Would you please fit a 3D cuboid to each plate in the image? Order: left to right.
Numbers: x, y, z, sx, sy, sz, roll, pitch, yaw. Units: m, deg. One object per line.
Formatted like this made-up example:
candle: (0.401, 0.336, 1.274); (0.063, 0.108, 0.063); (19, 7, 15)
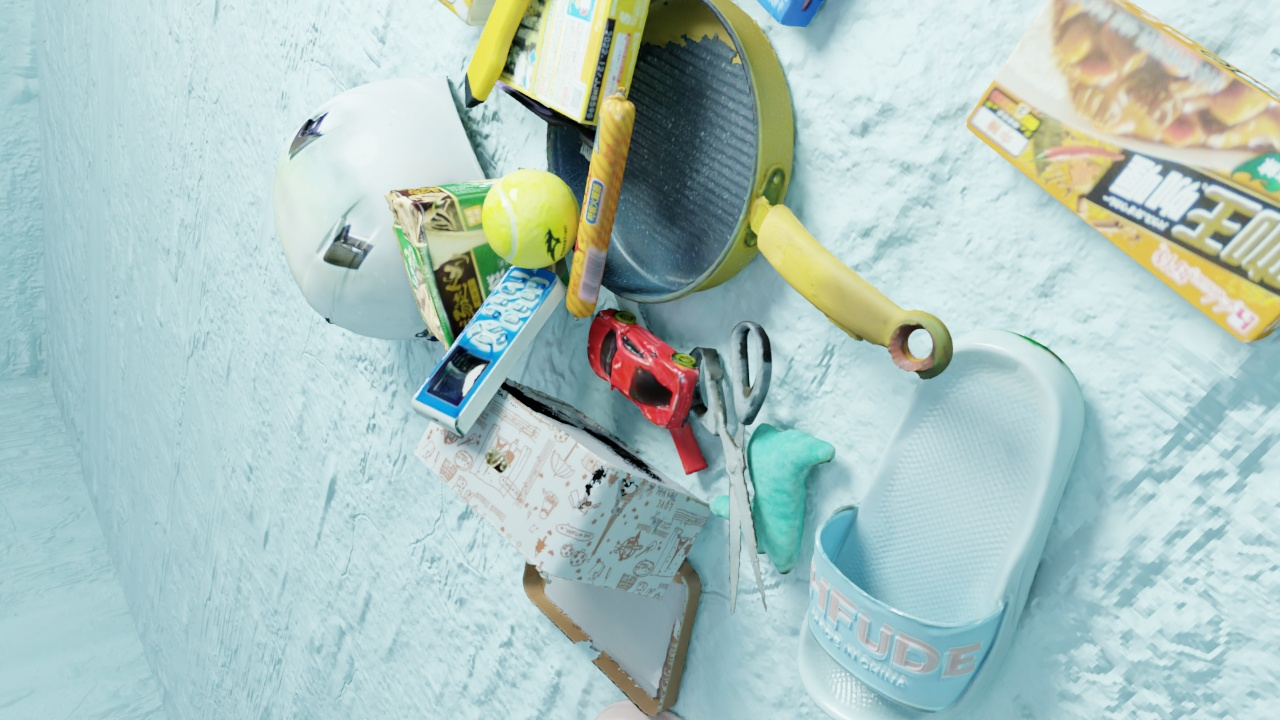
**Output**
plate: (0.017, 0.379, 0.705); (0.230, 0.028, 0.230); (15, 110, 48)

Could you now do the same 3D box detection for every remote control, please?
remote control: (-0.099, -0.009, 0.610); (0.049, 0.124, 0.024); (20, 158, 38)

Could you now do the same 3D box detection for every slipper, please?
slipper: (0.140, 0.100, 0.463); (0.104, 0.074, 0.246); (37, 123, 38)

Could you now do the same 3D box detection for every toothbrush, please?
toothbrush: (-0.069, -0.170, 0.631); (0.189, 0.014, 0.017); (42, 139, 44)

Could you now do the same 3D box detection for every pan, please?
pan: (0.047, -0.093, 0.525); (0.357, 0.078, 0.198); (40, 127, 37)

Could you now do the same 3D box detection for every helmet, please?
helmet: (-0.240, -0.121, 0.802); (0.259, 0.145, 0.229); (-33, 73, 48)

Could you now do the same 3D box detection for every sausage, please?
sausage: (-0.026, -0.091, 0.573); (0.021, 0.021, 0.165); (44, 135, 35)

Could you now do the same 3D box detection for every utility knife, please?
utility knife: (-0.068, -0.237, 0.564); (0.224, 0.015, 0.033); (-47, 53, 48)

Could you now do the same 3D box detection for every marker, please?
marker: (0.012, 0.010, 0.637); (0.017, 0.017, 0.145); (-36, 71, 47)

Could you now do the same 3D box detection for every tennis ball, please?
tennis ball: (-0.072, -0.093, 0.604); (0.065, 0.065, 0.065); (14, 109, 47)

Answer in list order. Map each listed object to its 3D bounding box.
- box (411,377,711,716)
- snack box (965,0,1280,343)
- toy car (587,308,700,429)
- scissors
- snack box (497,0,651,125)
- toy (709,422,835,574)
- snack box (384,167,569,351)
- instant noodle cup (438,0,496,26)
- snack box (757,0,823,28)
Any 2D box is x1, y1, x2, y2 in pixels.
box: (-0.042, 0.122, 0.669); (0.179, 0.136, 0.270); (31, 151, 41)
snack box: (0.213, -0.085, 0.373); (0.153, 0.026, 0.075); (52, 133, 29)
toy car: (-0.004, 0.004, 0.617); (0.106, 0.031, 0.049); (39, 124, 39)
scissors: (0.058, 0.058, 0.557); (0.164, 0.014, 0.165); (57, 134, 51)
snack box: (-0.049, -0.208, 0.583); (0.140, 0.033, 0.087); (38, 121, 45)
toy: (0.079, 0.083, 0.566); (0.097, 0.030, 0.092); (14, 105, 50)
snack box: (-0.116, -0.079, 0.677); (0.118, 0.105, 0.117); (-145, 39, -63)
instant noodle cup: (-0.123, -0.311, 0.660); (0.123, 0.115, 0.116); (49, 132, 16)
snack box: (0.096, -0.263, 0.470); (0.084, 0.026, 0.158); (57, 135, 26)
